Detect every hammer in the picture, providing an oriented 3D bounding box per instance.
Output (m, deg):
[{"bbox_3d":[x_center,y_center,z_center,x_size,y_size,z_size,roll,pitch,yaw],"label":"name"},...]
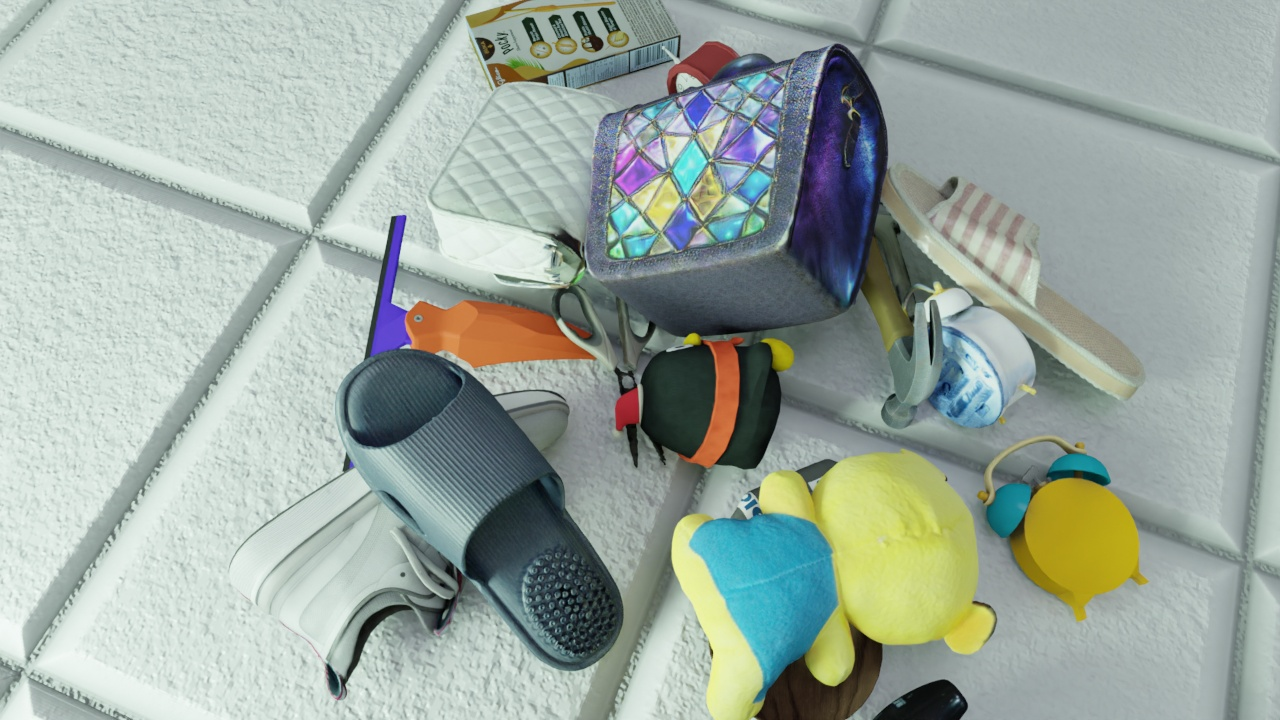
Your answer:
[{"bbox_3d":[0.173,-0.114,0.763,0.025,0.118,0.332,-10,60,-9],"label":"hammer"}]

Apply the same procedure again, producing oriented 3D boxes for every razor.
[{"bbox_3d":[0.147,0.252,0.593,0.140,0.053,0.063,-39,87,-4],"label":"razor"}]

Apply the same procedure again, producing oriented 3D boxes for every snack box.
[{"bbox_3d":[-0.066,-0.317,0.900,0.186,0.032,0.101,-20,65,-9],"label":"snack box"}]

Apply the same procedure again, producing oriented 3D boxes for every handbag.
[{"bbox_3d":[0.072,-0.142,0.716,0.205,0.125,0.221,-6,64,35],"label":"handbag"},{"bbox_3d":[-0.085,-0.150,0.777,0.139,0.073,0.194,13,52,9],"label":"handbag"}]

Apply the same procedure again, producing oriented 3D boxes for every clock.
[{"bbox_3d":[0.313,0.119,0.679,0.099,0.044,0.129,-24,73,-11],"label":"clock"},{"bbox_3d":[0.248,-0.007,0.715,0.051,0.089,0.125,-30,69,-20],"label":"clock"},{"bbox_3d":[0.073,-0.235,0.829,0.044,0.087,0.124,-40,67,-17],"label":"clock"}]

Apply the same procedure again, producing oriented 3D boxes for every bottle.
[{"bbox_3d":[0.107,0.111,0.680,0.112,0.047,0.047,-21,65,-10],"label":"bottle"}]

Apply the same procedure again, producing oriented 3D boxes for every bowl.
[{"bbox_3d":[0.106,0.198,0.644,0.119,0.032,0.119,0,64,0],"label":"bowl"}]

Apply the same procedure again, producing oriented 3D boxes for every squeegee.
[{"bbox_3d":[-0.125,-0.021,0.740,0.184,0.055,0.249,6,56,-10],"label":"squeegee"}]

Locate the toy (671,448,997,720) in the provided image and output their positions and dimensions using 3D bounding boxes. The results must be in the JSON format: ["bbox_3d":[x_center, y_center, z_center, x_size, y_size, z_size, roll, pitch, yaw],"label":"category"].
[{"bbox_3d":[0.131,0.139,0.607,0.214,0.084,0.149,-14,74,-9],"label":"toy"}]

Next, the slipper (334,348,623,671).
[{"bbox_3d":[-0.088,0.099,0.600,0.101,0.083,0.263,-43,105,-26],"label":"slipper"}]

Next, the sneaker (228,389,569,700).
[{"bbox_3d":[-0.146,0.120,0.657,0.262,0.097,0.128,-34,80,-17],"label":"sneaker"}]

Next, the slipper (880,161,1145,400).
[{"bbox_3d":[0.303,-0.075,0.734,0.263,0.052,0.114,43,36,7],"label":"slipper"}]

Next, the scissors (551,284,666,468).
[{"bbox_3d":[-0.022,0.002,0.736,0.153,0.013,0.163,30,55,-15],"label":"scissors"}]

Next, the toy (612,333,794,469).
[{"bbox_3d":[0.044,0.029,0.687,0.119,0.098,0.099,10,74,-16],"label":"toy"}]

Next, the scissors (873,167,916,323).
[{"bbox_3d":[0.239,-0.111,0.807,0.199,0.015,0.179,21,65,11],"label":"scissors"}]
